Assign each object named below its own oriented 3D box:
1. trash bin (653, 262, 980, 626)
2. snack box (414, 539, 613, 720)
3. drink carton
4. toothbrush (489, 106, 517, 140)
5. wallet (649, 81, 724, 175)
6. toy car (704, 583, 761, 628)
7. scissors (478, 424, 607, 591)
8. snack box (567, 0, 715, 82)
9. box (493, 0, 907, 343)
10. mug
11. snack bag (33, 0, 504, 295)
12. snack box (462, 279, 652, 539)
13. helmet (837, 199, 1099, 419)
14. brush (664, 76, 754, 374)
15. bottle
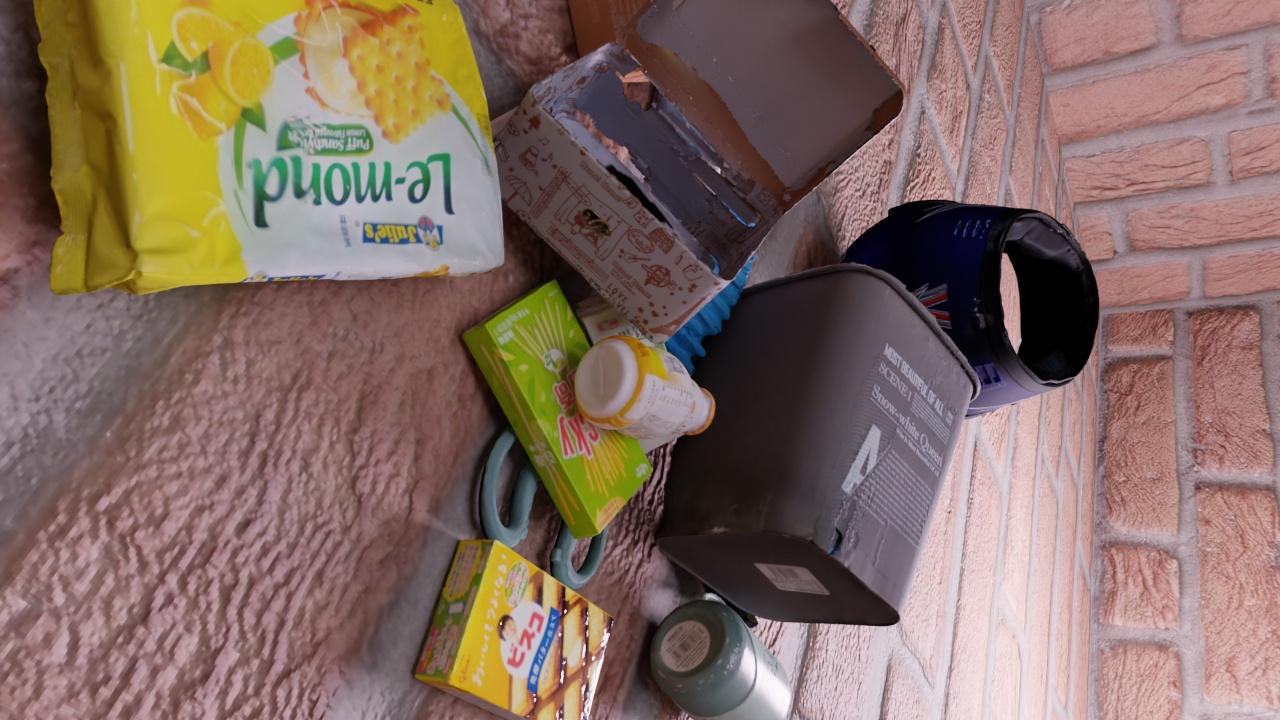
[{"bbox_3d":[0.134,0.074,0.725,0.199,0.199,0.219,41,54,-29],"label":"trash bin"},{"bbox_3d":[-0.074,0.180,0.582,0.140,0.034,0.086,45,49,-41],"label":"snack box"},{"bbox_3d":[-0.004,0.004,0.682,0.045,0.053,0.122,-126,-167,-63],"label":"drink carton"},{"bbox_3d":[-0.090,-0.162,0.620,0.016,0.016,0.179,55,42,-16],"label":"toothbrush"},{"bbox_3d":[0.043,-0.184,0.822,0.121,0.019,0.097,37,55,-50],"label":"wallet"},{"bbox_3d":[0.080,0.194,0.800,0.035,0.042,0.090,-45,122,-51],"label":"toy car"},{"bbox_3d":[-0.048,0.079,0.645,0.161,0.019,0.178,57,38,-28],"label":"scissors"},{"bbox_3d":[0.002,-0.273,0.719,0.094,0.077,0.093,-25,106,-54],"label":"snack box"},{"bbox_3d":[0.033,-0.148,0.600,0.180,0.218,0.157,47,31,-5],"label":"box"},{"bbox_3d":[0.061,0.237,0.739,0.106,0.082,0.111,52,23,-37],"label":"mug"},{"bbox_3d":[-0.168,-0.115,0.452,0.245,0.068,0.158,-11,94,-56],"label":"snack bag"},{"bbox_3d":[-0.051,0.031,0.616,0.085,0.026,0.156,-41,108,-53],"label":"snack box"},{"bbox_3d":[0.350,-0.056,1.051,0.314,0.241,0.247,-4,89,-45],"label":"helmet"},{"bbox_3d":[0.062,-0.142,0.738,0.109,0.061,0.314,36,78,-37],"label":"brush"},{"bbox_3d":[0.007,0.023,0.617,0.108,0.063,0.063,22,67,-48],"label":"bottle"}]
